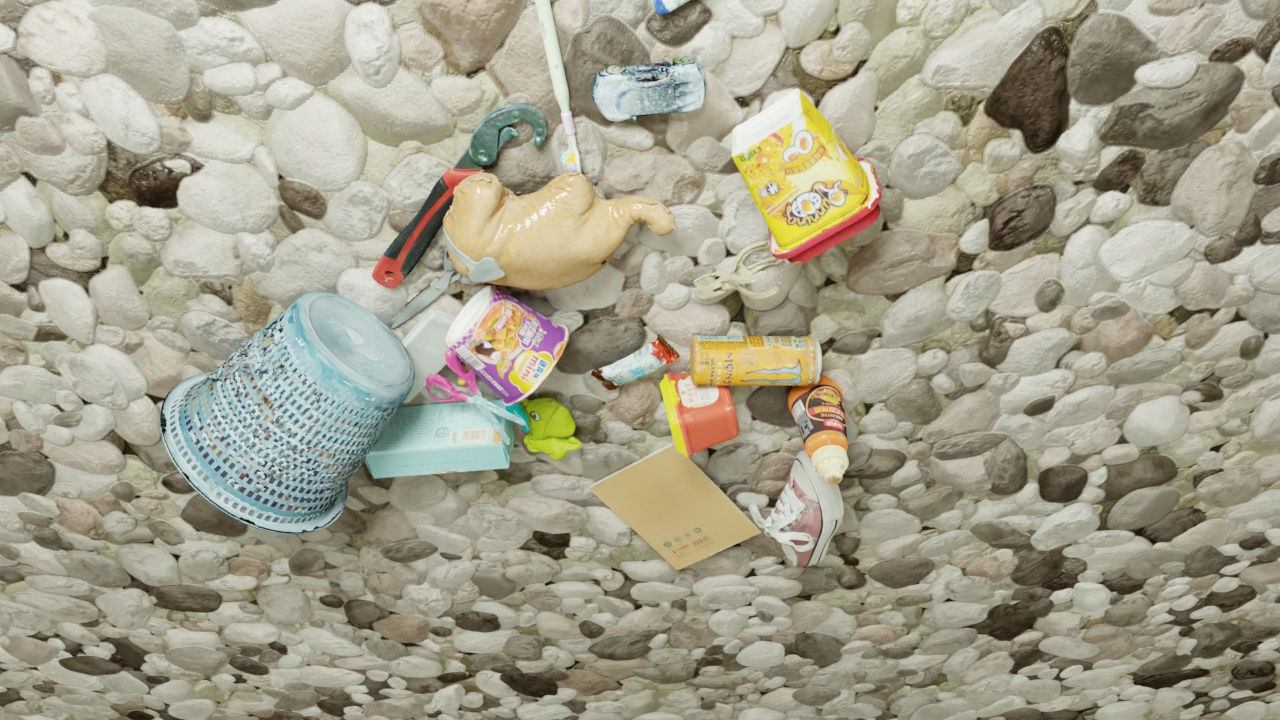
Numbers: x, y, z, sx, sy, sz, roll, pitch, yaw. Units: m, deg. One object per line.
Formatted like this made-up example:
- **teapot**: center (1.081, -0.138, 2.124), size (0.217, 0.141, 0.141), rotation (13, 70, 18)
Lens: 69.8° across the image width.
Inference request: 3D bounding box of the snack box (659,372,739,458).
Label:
- **snack box**: center (0.071, 0.057, 1.093), size (0.080, 0.091, 0.082), rotation (-15, 133, 2)

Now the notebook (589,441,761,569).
- **notebook**: center (0.049, 0.207, 1.269), size (0.148, 0.008, 0.207), rotation (-30, 120, 24)

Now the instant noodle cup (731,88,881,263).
- **instant noodle cup**: center (0.150, -0.177, 0.867), size (0.116, 0.115, 0.123), rotation (-29, 116, 23)

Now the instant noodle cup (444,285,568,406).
- **instant noodle cup**: center (-0.151, -0.023, 1.004), size (0.099, 0.111, 0.112), rotation (40, 121, -21)

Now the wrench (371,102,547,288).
- **wrench**: center (-0.193, -0.161, 0.926), size (0.056, 0.016, 0.274), rotation (33, 123, -28)

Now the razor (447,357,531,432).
- **razor**: center (-0.172, 0.037, 1.096), size (0.043, 0.028, 0.132), rotation (-27, 117, 25)

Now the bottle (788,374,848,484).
- **bottle**: center (0.215, 0.084, 1.080), size (0.067, 0.149, 0.067), rotation (-1, 133, -1)

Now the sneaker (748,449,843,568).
- **sneaker**: center (0.208, 0.212, 1.236), size (0.087, 0.118, 0.241), rotation (-17, 140, -14)

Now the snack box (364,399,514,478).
- **snack box**: center (-0.245, 0.096, 1.126), size (0.175, 0.074, 0.052), rotation (-4, 133, 2)

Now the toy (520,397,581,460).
- **toy**: center (-0.115, 0.083, 1.147), size (0.096, 0.031, 0.100), rotation (20, 133, -9)

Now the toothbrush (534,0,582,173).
- **toothbrush**: center (-0.077, -0.257, 0.838), size (0.020, 0.029, 0.190), rotation (-36, 139, -27)

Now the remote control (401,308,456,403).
- **remote control**: center (-0.257, -0.004, 1.066), size (0.058, 0.021, 0.150), rotation (26, 128, -34)

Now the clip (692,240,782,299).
- **clip**: center (0.110, -0.099, 0.991), size (0.102, 0.094, 0.035), rotation (9, 152, 48)

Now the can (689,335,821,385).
- **can**: center (0.131, 0.000, 1.060), size (0.146, 0.058, 0.058), rotation (0, 133, -2)

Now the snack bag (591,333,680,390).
- **snack bag**: center (-0.006, 0.006, 1.083), size (0.105, 0.026, 0.045), rotation (-27, 138, 23)

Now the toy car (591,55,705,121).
- **toy car**: center (0.007, -0.247, 0.842), size (0.105, 0.031, 0.049), rotation (-6, 133, 5)

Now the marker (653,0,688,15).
- **marker**: center (0.077, -0.333, 0.773), size (0.146, 0.016, 0.017), rotation (-24, 130, 19)

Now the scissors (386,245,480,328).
- **scissors**: center (-0.226, -0.088, 0.999), size (0.175, 0.014, 0.133), rotation (-6, 134, 7)

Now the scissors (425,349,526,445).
- **scissors**: center (-0.196, 0.049, 1.067), size (0.108, 0.017, 0.135), rotation (-25, 106, 27)

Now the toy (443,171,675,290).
- **toy**: center (-0.082, -0.127, 0.918), size (0.226, 0.082, 0.144), rotation (-3, 148, -12)

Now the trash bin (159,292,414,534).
- **trash bin**: center (-0.360, 0.042, 0.996), size (0.195, 0.226, 0.226), rotation (-43, 122, 17)
